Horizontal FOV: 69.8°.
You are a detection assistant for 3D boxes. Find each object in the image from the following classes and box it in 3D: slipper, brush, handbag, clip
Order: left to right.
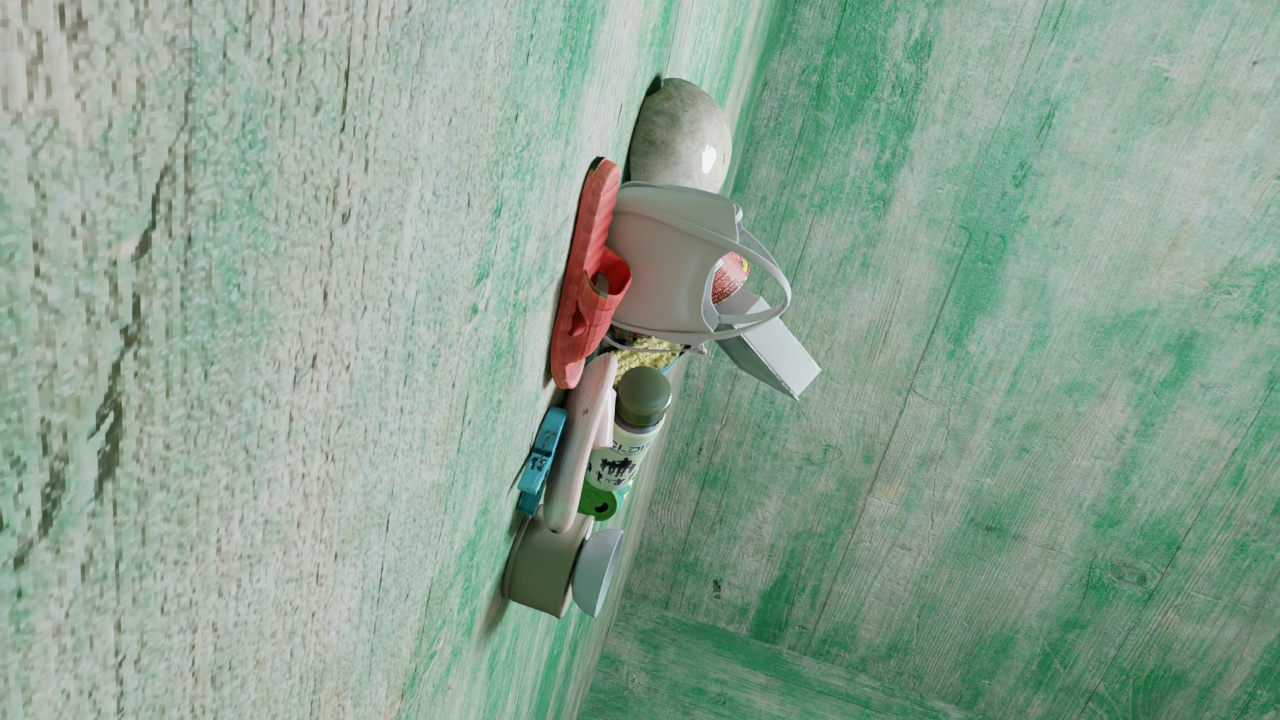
[{"bbox_3d":[-0.106,0.101,1.004,0.103,0.027,0.119,109,0,-58],"label":"clip"},{"bbox_3d":[-0.065,0.093,1.066,0.107,0.055,0.221,-23,-131,66],"label":"slipper"},{"bbox_3d":[-0.041,-0.082,0.945,0.103,0.059,0.249,-59,164,-64],"label":"slipper"},{"bbox_3d":[-0.007,0.007,1.201,0.135,0.055,0.075,-24,168,-27],"label":"brush"},{"bbox_3d":[0.058,-0.091,1.033,0.095,0.223,0.216,-64,169,-51],"label":"handbag"}]

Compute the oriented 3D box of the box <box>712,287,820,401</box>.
[{"bbox_3d":[0.128,-0.077,1.383,0.098,0.166,0.368,-43,-150,0],"label":"box"}]

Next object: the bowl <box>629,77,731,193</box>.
[{"bbox_3d":[0.062,-0.245,1.104,0.177,0.081,0.179,-44,143,-47],"label":"bowl"}]

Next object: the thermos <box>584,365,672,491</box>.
[{"bbox_3d":[-0.015,0.088,1.170,0.232,0.082,0.082,114,-3,-57],"label":"thermos"}]

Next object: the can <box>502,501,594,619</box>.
[{"bbox_3d":[-0.110,0.239,1.111,0.127,0.073,0.128,19,88,-84],"label":"can"}]

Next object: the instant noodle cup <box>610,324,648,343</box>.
[{"bbox_3d":[0.011,-0.076,1.294,0.097,0.098,0.109,-40,153,-79],"label":"instant noodle cup"}]

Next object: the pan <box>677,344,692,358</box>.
[{"bbox_3d":[0.037,-0.003,1.340,0.198,0.021,0.357,-38,178,-27],"label":"pan"}]

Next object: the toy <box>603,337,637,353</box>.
[{"bbox_3d":[-0.030,0.004,1.268,0.100,0.062,0.076,-60,-139,44],"label":"toy"}]

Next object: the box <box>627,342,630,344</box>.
[{"bbox_3d":[0.004,-0.063,1.447,0.206,0.051,0.117,85,25,-73],"label":"box"}]

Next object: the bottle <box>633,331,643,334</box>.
[{"bbox_3d":[0.009,-0.086,1.180,0.111,0.099,0.098,86,21,-60],"label":"bottle"}]

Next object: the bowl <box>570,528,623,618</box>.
[{"bbox_3d":[-0.055,0.245,1.081,0.106,0.039,0.106,19,88,-84],"label":"bowl"}]

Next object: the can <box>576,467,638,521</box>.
[{"bbox_3d":[-0.052,0.174,1.407,0.143,0.083,0.083,-63,168,-59],"label":"can"}]

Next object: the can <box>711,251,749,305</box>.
[{"bbox_3d":[0.077,-0.141,1.214,0.087,0.116,0.086,-34,-152,20],"label":"can"}]
